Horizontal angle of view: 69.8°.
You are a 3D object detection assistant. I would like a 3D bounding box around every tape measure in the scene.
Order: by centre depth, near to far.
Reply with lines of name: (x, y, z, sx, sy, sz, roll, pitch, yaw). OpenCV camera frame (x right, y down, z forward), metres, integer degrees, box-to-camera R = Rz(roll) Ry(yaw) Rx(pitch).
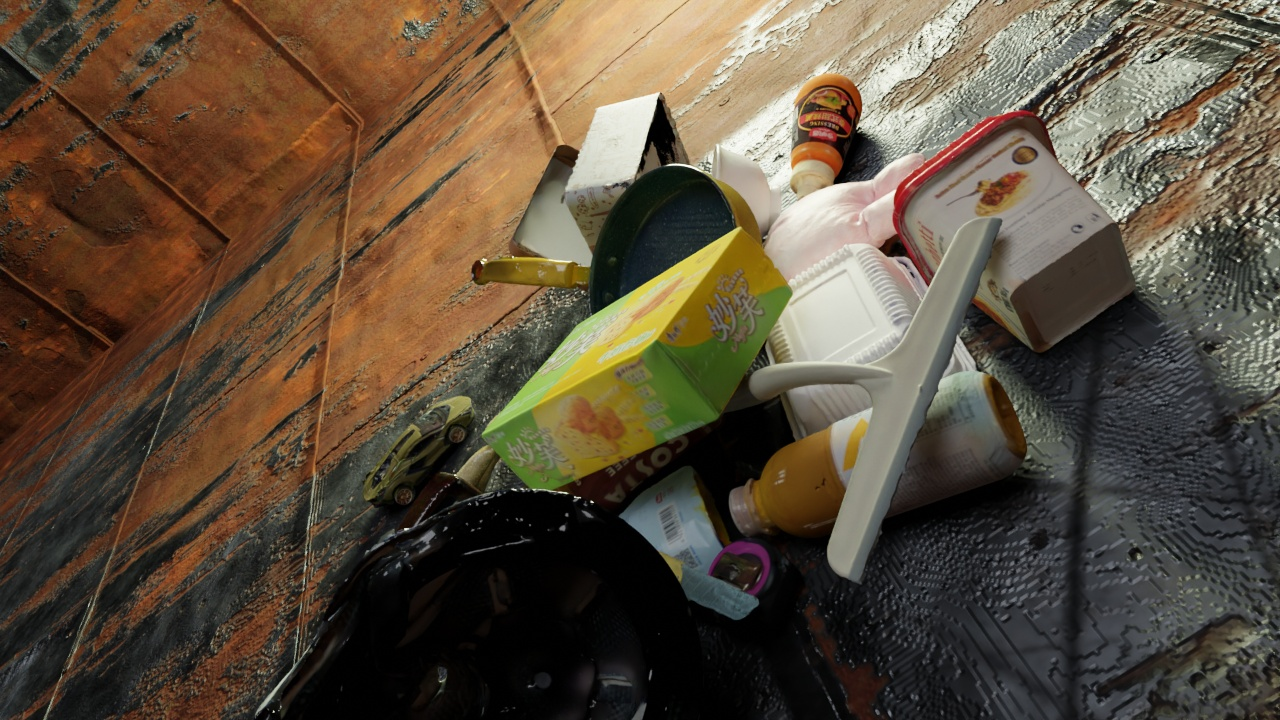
tape measure: (0.072, 0.146, 0.603, 0.058, 0.039, 0.057, 2, 54, 50)

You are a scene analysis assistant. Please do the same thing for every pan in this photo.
pan: (-0.038, -0.080, 0.868, 0.358, 0.078, 0.197, 6, 89, 49)

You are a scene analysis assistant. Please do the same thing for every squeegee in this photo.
squeegee: (0.091, 0.018, 0.608, 0.247, 0.039, 0.246, -13, 44, 59)

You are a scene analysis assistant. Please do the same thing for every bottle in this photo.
bottle: (0.143, 0.069, 0.585, 0.190, 0.068, 0.067, -27, 35, 30)
bottle: (-0.016, 0.083, 0.751, 0.175, 0.057, 0.057, -40, 32, 1)
bottle: (-0.200, 0.197, 0.813, 0.044, 0.080, 0.194, 5, 58, 44)
bottle: (0.174, -0.209, 0.889, 0.067, 0.066, 0.149, -11, 51, 41)

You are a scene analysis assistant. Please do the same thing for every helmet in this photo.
helmet: (-0.087, 0.213, 0.575, 0.274, 0.230, 0.157, -50, -9, -6)

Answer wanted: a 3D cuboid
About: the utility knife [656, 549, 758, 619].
utility knife: (0.001, 0.140, 0.644, 0.216, 0.022, 0.031, 14, 82, 44)

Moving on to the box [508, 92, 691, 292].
box: (-0.046, -0.174, 1.007, 0.175, 0.152, 0.181, -5, 45, 21)

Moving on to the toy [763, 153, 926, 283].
toy: (0.172, -0.115, 0.779, 0.160, 0.054, 0.121, -25, 32, 35)

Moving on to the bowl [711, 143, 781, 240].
bowl: (0.099, -0.145, 0.876, 0.065, 0.118, 0.118, 3, 42, 1)

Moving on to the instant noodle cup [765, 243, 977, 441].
instant noodle cup: (0.153, -0.017, 0.685, 0.138, 0.060, 0.173, -33, 32, 18)

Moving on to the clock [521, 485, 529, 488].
clock: (-0.058, 0.073, 0.817, 0.121, 0.055, 0.082, -47, 27, -18)

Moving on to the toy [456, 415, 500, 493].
toy: (-0.123, 0.082, 0.888, 0.157, 0.066, 0.105, -42, -11, 10)

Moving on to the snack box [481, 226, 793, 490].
snack box: (-0.004, 0.004, 0.691, 0.211, 0.070, 0.157, -27, 19, 43)

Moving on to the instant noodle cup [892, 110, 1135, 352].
instant noodle cup: (0.251, -0.082, 0.612, 0.117, 0.116, 0.124, -37, 44, 11)

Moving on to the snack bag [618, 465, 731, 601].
snack bag: (-0.025, 0.161, 0.685, 0.191, 0.039, 0.110, -33, 48, 9)

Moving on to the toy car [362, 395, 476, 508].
toy car: (-0.245, 0.098, 1.019, 0.158, 0.042, 0.070, -49, 32, -13)
